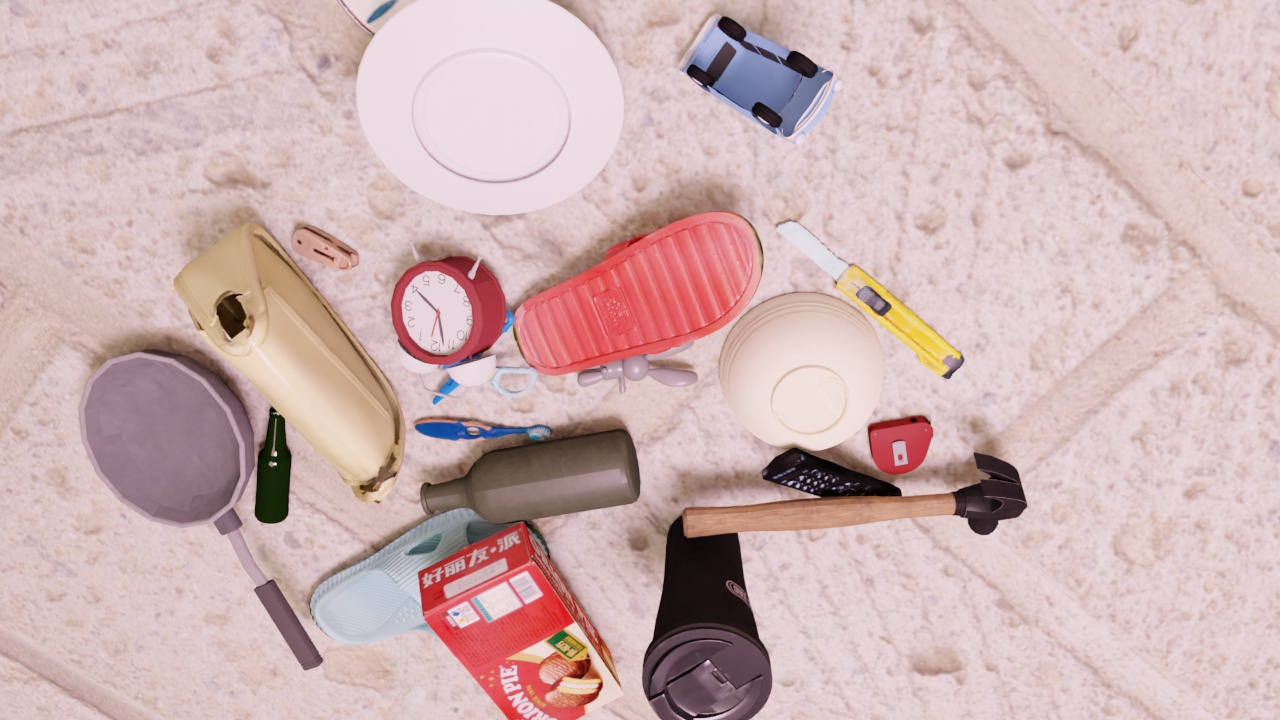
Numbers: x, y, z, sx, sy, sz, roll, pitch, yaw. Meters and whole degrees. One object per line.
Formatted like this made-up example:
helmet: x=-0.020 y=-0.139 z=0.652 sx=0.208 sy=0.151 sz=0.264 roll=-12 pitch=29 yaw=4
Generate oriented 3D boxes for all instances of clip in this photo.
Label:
clip: x=-0.281 y=-0.097 z=0.816 sx=0.061 sy=0.049 sz=0.026 roll=15 pitch=116 yaw=-34

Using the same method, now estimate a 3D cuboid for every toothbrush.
toothbrush: x=-0.153 y=0.068 z=0.886 sx=0.135 sy=0.017 sz=0.021 roll=2 pitch=109 yaw=2

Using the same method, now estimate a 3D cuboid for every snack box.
snack box: x=-0.112 y=0.273 z=0.901 sx=0.113 sy=0.060 sz=0.236 roll=-27 pitch=126 yaw=-2

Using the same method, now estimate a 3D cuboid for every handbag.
handbag: x=-0.297 y=0.008 z=0.790 sx=0.088 sy=0.191 sz=0.233 roll=-34 pitch=121 yaw=-2

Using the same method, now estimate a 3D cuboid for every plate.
plate: x=-0.116 y=-0.192 z=0.722 sx=0.208 sy=0.015 sz=0.209 roll=-3 pitch=140 yaw=-3

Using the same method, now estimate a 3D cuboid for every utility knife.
utility knife: x=0.205 y=-0.054 z=0.817 sx=0.218 sy=0.019 sz=0.030 roll=38 pitch=101 yaw=-9

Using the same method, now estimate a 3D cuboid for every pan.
pan: x=-0.406 y=0.150 z=0.894 sx=0.179 sy=0.041 sz=0.357 roll=-23 pitch=101 yaw=20

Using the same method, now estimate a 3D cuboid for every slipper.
slipper: x=0.001 y=-0.054 z=0.799 sx=0.249 sy=0.059 sz=0.103 roll=-22 pitch=96 yaw=29
slipper: x=-0.224 y=0.232 z=0.933 sx=0.276 sy=0.069 sz=0.116 roll=-26 pitch=106 yaw=14

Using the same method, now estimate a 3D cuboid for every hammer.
hammer: x=0.191 y=0.136 z=0.838 sx=0.305 sy=0.040 sz=0.132 roll=-4 pitch=151 yaw=1

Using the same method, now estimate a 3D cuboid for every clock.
clock: x=-0.170 y=-0.033 z=0.811 sx=0.096 sy=0.048 sz=0.138 roll=13 pitch=106 yaw=17

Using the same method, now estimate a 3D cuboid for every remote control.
remote control: x=0.178 y=0.110 z=0.849 sx=0.150 sy=0.022 sz=0.047 roll=22 pitch=140 yaw=-35

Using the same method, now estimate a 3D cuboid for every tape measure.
tape measure: x=0.248 y=0.082 z=0.867 sx=0.059 sy=0.019 sz=0.051 roll=-11 pitch=112 yaw=8

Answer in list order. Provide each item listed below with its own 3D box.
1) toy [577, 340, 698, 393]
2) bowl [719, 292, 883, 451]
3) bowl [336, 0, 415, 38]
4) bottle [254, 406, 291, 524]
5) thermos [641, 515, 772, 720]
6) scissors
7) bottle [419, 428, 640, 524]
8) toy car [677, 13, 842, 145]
toy: x=-0.005 y=0.005 z=0.844 sx=0.112 sy=0.030 sz=0.049 roll=-5 pitch=98 yaw=11
bowl: x=0.147 y=0.022 z=0.818 sx=0.151 sy=0.075 sz=0.151 roll=1 pitch=113 yaw=3
bowl: x=-0.149 y=-0.320 z=0.691 sx=0.177 sy=0.070 sz=0.177 roll=1 pitch=113 yaw=2
bottle: x=-0.360 y=0.102 z=0.903 sx=0.033 sy=0.033 sz=0.123 roll=12 pitch=113 yaw=-2
thermos: x=0.058 y=0.222 z=0.829 sx=0.106 sy=0.218 sz=0.106 roll=1 pitch=113 yaw=2
scissors: x=-0.149 y=0.011 z=0.849 sx=0.131 sy=0.018 sz=0.110 roll=-41 pitch=86 yaw=24
bottle: x=-0.106 y=0.116 z=0.873 sx=0.207 sy=0.071 sz=0.071 roll=-10 pitch=112 yaw=7
toy car: x=0.090 y=-0.212 z=0.694 sx=0.054 sy=0.153 sz=0.056 roll=22 pitch=107 yaw=-46
